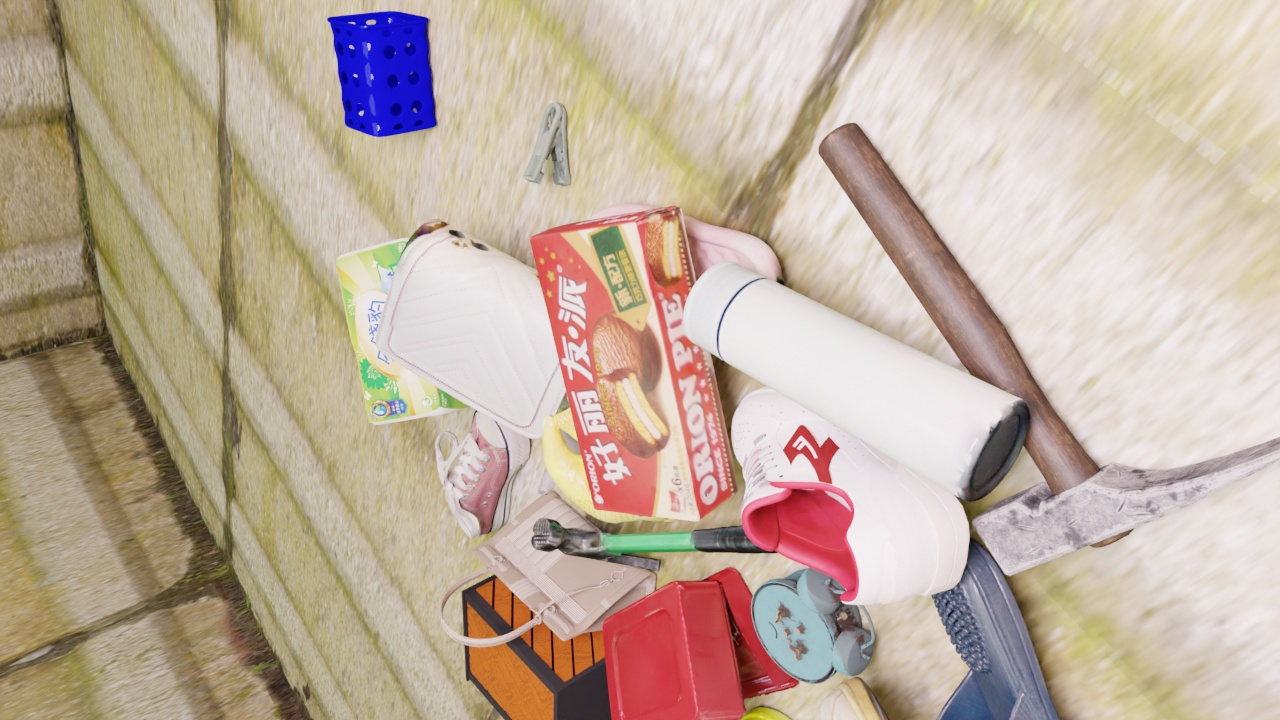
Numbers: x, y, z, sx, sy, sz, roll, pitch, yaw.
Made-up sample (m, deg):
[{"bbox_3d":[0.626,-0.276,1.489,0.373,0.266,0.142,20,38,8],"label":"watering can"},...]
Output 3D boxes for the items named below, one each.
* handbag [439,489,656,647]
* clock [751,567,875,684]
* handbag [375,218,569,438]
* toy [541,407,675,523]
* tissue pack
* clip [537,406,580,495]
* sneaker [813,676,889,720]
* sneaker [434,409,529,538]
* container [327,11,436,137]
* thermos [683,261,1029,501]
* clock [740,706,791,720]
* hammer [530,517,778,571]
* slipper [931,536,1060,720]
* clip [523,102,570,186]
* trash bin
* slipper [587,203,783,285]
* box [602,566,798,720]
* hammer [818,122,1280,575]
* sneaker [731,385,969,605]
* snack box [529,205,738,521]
[{"bbox_3d":[-0.116,0.235,0.954,0.176,0.197,0.062,31,130,40],"label":"handbag"},{"bbox_3d":[0.142,0.209,0.737,0.125,0.053,0.090,-32,82,53],"label":"clock"},{"bbox_3d":[-0.140,-0.036,0.883,0.198,0.096,0.142,30,119,6],"label":"handbag"},{"bbox_3d":[-0.007,0.091,0.837,0.171,0.064,0.155,-32,107,35],"label":"toy"},{"bbox_3d":[-0.242,-0.035,1.037,0.120,0.141,0.197,-3,95,23],"label":"tissue pack"},{"bbox_3d":[-0.072,0.103,0.957,0.054,0.101,0.044,27,146,-17],"label":"clip"},{"bbox_3d":[0.136,0.317,0.705,0.242,0.102,0.089,89,158,-56],"label":"sneaker"},{"bbox_3d":[-0.198,0.134,1.100,0.118,0.087,0.242,45,138,28],"label":"sneaker"},{"bbox_3d":[-0.274,-0.307,0.983,0.085,0.084,0.114,27,128,40],"label":"container"},{"bbox_3d":[0.126,0.005,0.585,0.230,0.067,0.068,31,130,39],"label":"thermos"},{"bbox_3d":[0.107,0.374,0.858,0.119,0.056,0.083,-25,89,48],"label":"clock"},{"bbox_3d":[0.053,0.157,0.797,0.320,0.130,0.032,-13,62,44],"label":"hammer"},{"bbox_3d":[0.226,0.249,0.601,0.101,0.082,0.263,149,103,-84],"label":"slipper"},{"bbox_3d":[-0.082,-0.199,0.841,0.023,0.061,0.076,22,108,43],"label":"clip"},{"bbox_3d":[-0.089,0.324,1.011,0.172,0.139,0.140,32,130,39],"label":"trash bin"},{"bbox_3d":[0.025,-0.068,0.747,0.222,0.055,0.107,16,121,44],"label":"slipper"},{"bbox_3d":[0.035,0.277,0.851,0.137,0.127,0.158,63,143,16],"label":"box"},{"bbox_3d":[0.218,-0.040,0.535,0.300,0.037,0.218,59,142,13],"label":"hammer"},{"bbox_3d":[0.108,0.087,0.641,0.236,0.104,0.090,-135,40,-55],"label":"sneaker"},{"bbox_3d":[-0.004,0.004,0.721,0.113,0.060,0.236,0,108,41],"label":"snack box"}]
